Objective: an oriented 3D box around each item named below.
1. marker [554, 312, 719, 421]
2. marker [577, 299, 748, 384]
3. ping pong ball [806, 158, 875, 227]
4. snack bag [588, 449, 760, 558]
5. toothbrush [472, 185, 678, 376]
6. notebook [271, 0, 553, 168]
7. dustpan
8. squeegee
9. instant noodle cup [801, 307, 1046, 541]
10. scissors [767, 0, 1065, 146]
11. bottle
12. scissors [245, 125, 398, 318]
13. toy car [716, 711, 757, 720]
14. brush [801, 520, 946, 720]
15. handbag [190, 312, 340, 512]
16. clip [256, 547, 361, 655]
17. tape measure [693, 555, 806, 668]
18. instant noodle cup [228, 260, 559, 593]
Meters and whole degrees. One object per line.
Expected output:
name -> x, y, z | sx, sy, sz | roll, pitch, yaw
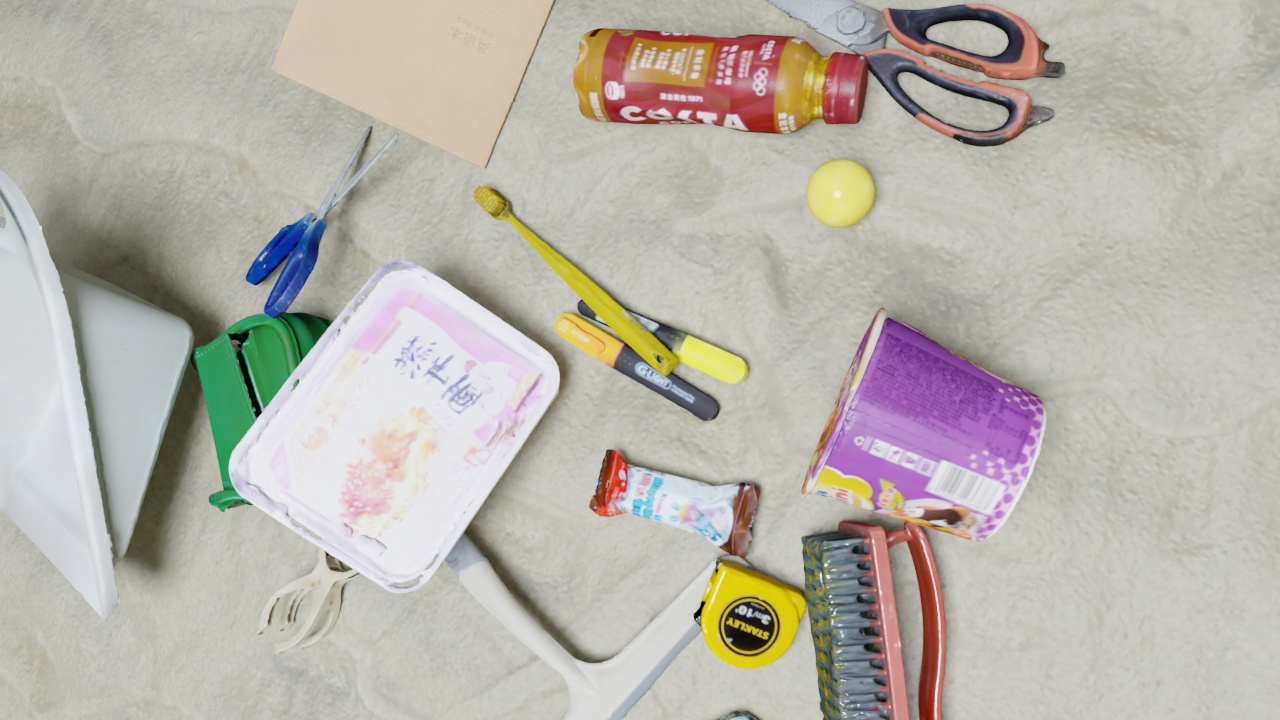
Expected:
marker -> -0.003, 0.003, 0.588 | 0.124, 0.015, 0.018 | 31, 100, 15
marker -> 0.012, -0.015, 0.586 | 0.124, 0.015, 0.018 | 25, 91, 21
ping pong ball -> 0.119, -0.099, 0.545 | 0.040, 0.040, 0.040 | -2, 84, 17
snack bag -> 0.020, 0.087, 0.567 | 0.105, 0.026, 0.045 | 13, 84, 16
toothbrush -> -0.046, -0.056, 0.596 | 0.190, 0.016, 0.016 | 43, 97, 21
notebook -> -0.132, -0.257, 0.610 | 0.149, 0.012, 0.211 | 22, 92, -19
dustpan -> -0.428, 0.009, 0.630 | 0.223, 0.142, 0.257 | 19, 85, 38
squeegee -> -0.099, 0.140, 0.593 | 0.246, 0.039, 0.246 | 43, 98, 17
instant noodle cup -> 0.152, 0.040, 0.494 | 0.099, 0.111, 0.111 | 22, 92, 8
scissors -> 0.150, -0.213, 0.560 | 0.177, 0.015, 0.210 | -23, 79, 16
bottle -> 0.049, -0.171, 0.564 | 0.175, 0.057, 0.057 | 9, 88, 18
scissors -> -0.225, -0.094, 0.635 | 0.176, 0.012, 0.162 | -31, 39, 29
toy car -> 0.032, 0.249, 0.546 | 0.106, 0.031, 0.049 | -29, 79, 11
brush -> 0.134, 0.163, 0.508 | 0.069, 0.063, 0.145 | -5, 84, -4
handbag -> -0.257, 0.034, 0.642 | 0.120, 0.068, 0.131 | -17, 81, 23
clip -> -0.220, 0.154, 0.633 | 0.076, 0.035, 0.101 | 39, 92, 18
tape measure -> 0.063, 0.151, 0.544 | 0.060, 0.029, 0.057 | 22, 92, -1
instant noodle cup -> -0.149, 0.041, 0.574 | 0.138, 0.060, 0.173 | 35, 71, -4
